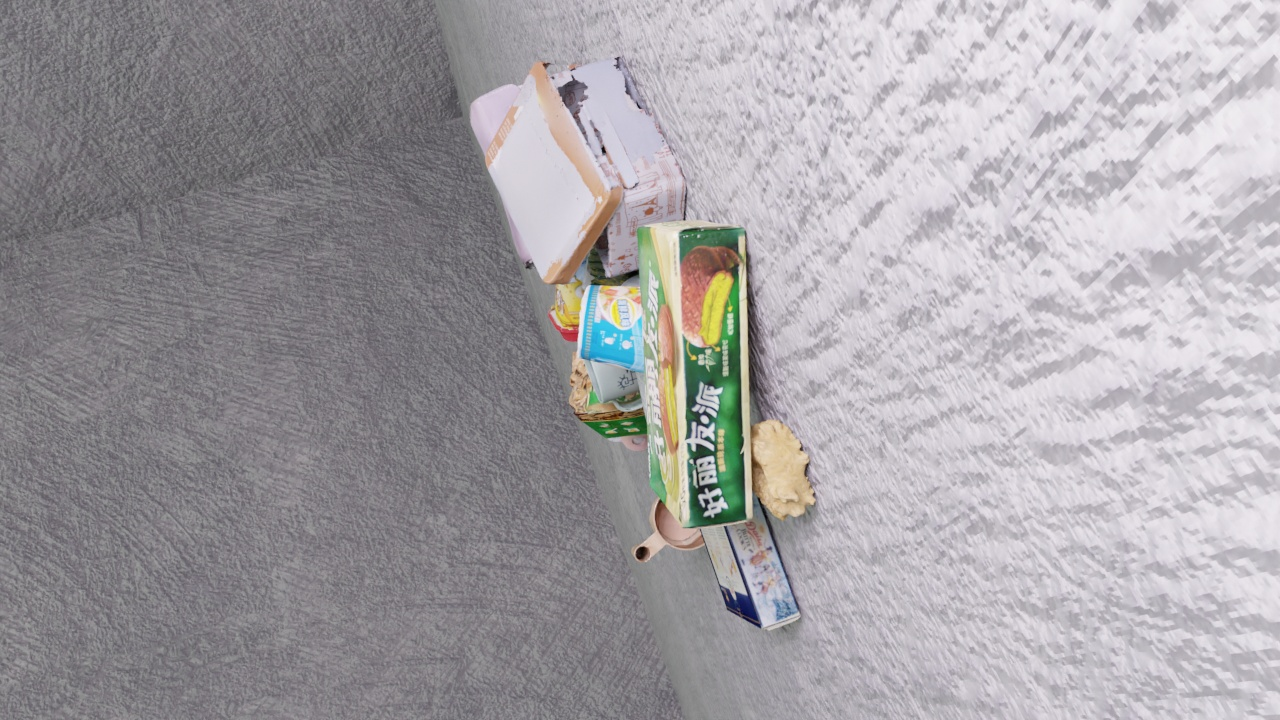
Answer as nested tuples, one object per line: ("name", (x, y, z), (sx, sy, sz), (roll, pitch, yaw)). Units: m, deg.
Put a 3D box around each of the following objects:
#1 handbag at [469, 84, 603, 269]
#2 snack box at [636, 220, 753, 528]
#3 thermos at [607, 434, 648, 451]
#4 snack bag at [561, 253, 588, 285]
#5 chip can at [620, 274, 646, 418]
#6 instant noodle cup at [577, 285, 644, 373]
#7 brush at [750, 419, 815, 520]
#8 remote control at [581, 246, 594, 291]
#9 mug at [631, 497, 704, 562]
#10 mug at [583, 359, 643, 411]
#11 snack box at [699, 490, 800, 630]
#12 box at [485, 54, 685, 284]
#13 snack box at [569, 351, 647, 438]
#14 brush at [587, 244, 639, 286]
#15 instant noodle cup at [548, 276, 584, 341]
("handbag", (-0.099, -0.219, 1.057), (0.098, 0.145, 0.197), (138, 112, -83))
("snack box", (0.044, 0.007, 0.756), (0.114, 0.063, 0.240), (-140, 46, -73))
("thermos", (-0.023, 0.050, 1.341), (0.067, 0.087, 0.199), (-89, -7, -45))
("snack bag", (-0.079, -0.184, 1.122), (0.039, 0.110, 0.191), (-25, 81, 63))
("chip can", (0.028, 0.011, 0.996), (0.071, 0.071, 0.215), (-120, 14, -51))
("instant noodle cup", (-0.001, -0.030, 0.864), (0.099, 0.110, 0.099), (16, -98, -89))
("brush", (0.099, 0.078, 0.833), (0.254, 0.046, 0.083), (-137, 25, -80))
("remote control", (-0.028, -0.086, 1.079), (0.135, 0.019, 0.056), (37, -119, -61))
("mug", (0.039, 0.219, 1.203), (0.084, 0.124, 0.103), (49, 171, 5))
("mug", (-0.006, 0.006, 1.078), (0.082, 0.106, 0.112), (-125, 19, -59))
("snack box", (0.101, 0.191, 1.005), (0.178, 0.045, 0.182), (127, 124, -79))
("box", (-0.061, -0.175, 0.870), (0.149, 0.158, 0.181), (85, 164, -61))
("snack box", (-0.021, 0.042, 1.216), (0.106, 0.118, 0.118), (59, -151, -52))
("brush", (-0.019, -0.100, 0.998), (0.072, 0.063, 0.146), (-31, -55, -59))
("instant noodle cup", (-0.067, -0.102, 1.251), (0.116, 0.116, 0.124), (-128, 33, -67))
